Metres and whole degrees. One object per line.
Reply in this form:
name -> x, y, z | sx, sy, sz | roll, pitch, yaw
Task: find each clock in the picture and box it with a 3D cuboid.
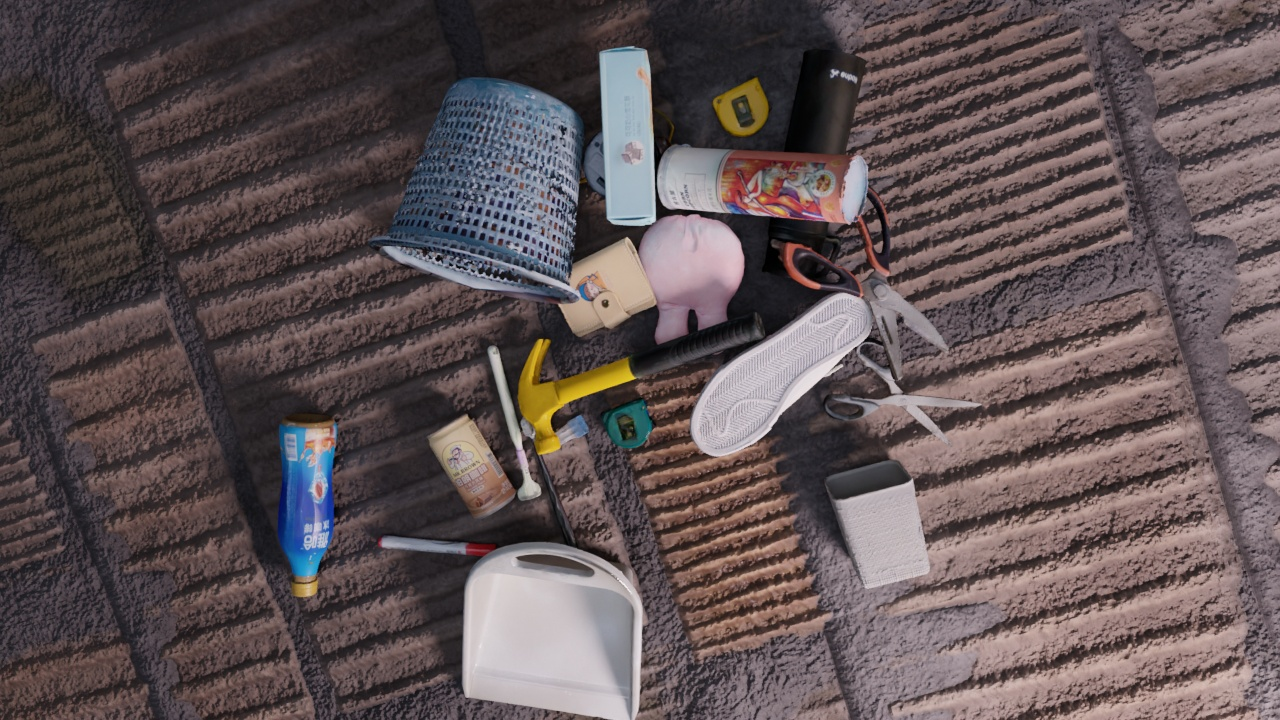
clock -> -0.013, -0.228, 1.028 | 0.082, 0.055, 0.122 | 40, 97, 0

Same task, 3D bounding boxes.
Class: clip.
clip -> -0.092, 0.088, 1.093 | 0.058, 0.043, 0.027 | -27, 97, 15

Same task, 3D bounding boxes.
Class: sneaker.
sneaker -> 0.152, 0.012, 1.030 | 0.242, 0.090, 0.089 | -40, 88, 5

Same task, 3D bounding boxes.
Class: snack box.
snack box -> -0.012, -0.231, 0.962 | 0.051, 0.074, 0.175 | -3, 95, 3

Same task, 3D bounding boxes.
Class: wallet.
wallet -> -0.044, -0.079, 1.049 | 0.115, 0.024, 0.087 | -23, 100, 26

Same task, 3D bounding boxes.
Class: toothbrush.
toothbrush -> -0.155, 0.074, 1.096 | 0.029, 0.020, 0.189 | -16, 96, -24
toothbrush -> -0.109, 0.152, 1.104 | 0.016, 0.018, 0.181 | -18, 97, 10

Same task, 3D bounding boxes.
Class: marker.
marker -> -0.248, 0.227, 1.124 | 0.145, 0.017, 0.017 | 4, 97, 4

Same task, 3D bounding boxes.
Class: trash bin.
trash bin -> -0.152, -0.182, 0.980 | 0.226, 0.226, 0.195 | 14, 85, 2

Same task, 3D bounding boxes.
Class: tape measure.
tape measure -> -0.013, 0.076, 1.082 | 0.058, 0.025, 0.054 | -22, 94, 7
tape measure -> 0.115, -0.280, 1.024 | 0.060, 0.029, 0.057 | -25, 95, 7

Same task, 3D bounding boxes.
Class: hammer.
hammer -> -0.006, 0.006, 1.034 | 0.301, 0.032, 0.128 | -19, 84, 19

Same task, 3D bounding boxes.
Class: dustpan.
dustpan -> -0.104, 0.317, 1.063 | 0.223, 0.142, 0.258 | 7, 96, 4

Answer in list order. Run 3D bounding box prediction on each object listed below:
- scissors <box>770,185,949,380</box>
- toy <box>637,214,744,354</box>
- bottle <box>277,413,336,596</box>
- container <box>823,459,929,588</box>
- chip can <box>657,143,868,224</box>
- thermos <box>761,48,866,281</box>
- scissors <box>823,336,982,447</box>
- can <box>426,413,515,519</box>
scissors -> 0.239, -0.089, 0.970 | 0.227, 0.015, 0.188 | 22, 79, -4
toy -> 0.056, -0.085, 1.041 | 0.121, 0.054, 0.159 | 2, 101, 11
bottle -> -0.402, 0.176, 1.105 | 0.065, 0.065, 0.219 | 4, 98, 4
container -> 0.271, 0.187, 1.044 | 0.090, 0.090, 0.114 | -16, 99, 7
chip can -> 0.126, -0.187, 0.967 | 0.215, 0.071, 0.071 | 11, 99, 32
thermos -> 0.197, -0.210, 1.016 | 0.089, 0.068, 0.242 | 5, 101, -29
scissors -> 0.295, 0.040, 1.049 | 0.181, 0.014, 0.159 | -12, 115, 13
can -> -0.200, 0.125, 1.086 | 0.058, 0.058, 0.116 | -30, 94, 7
